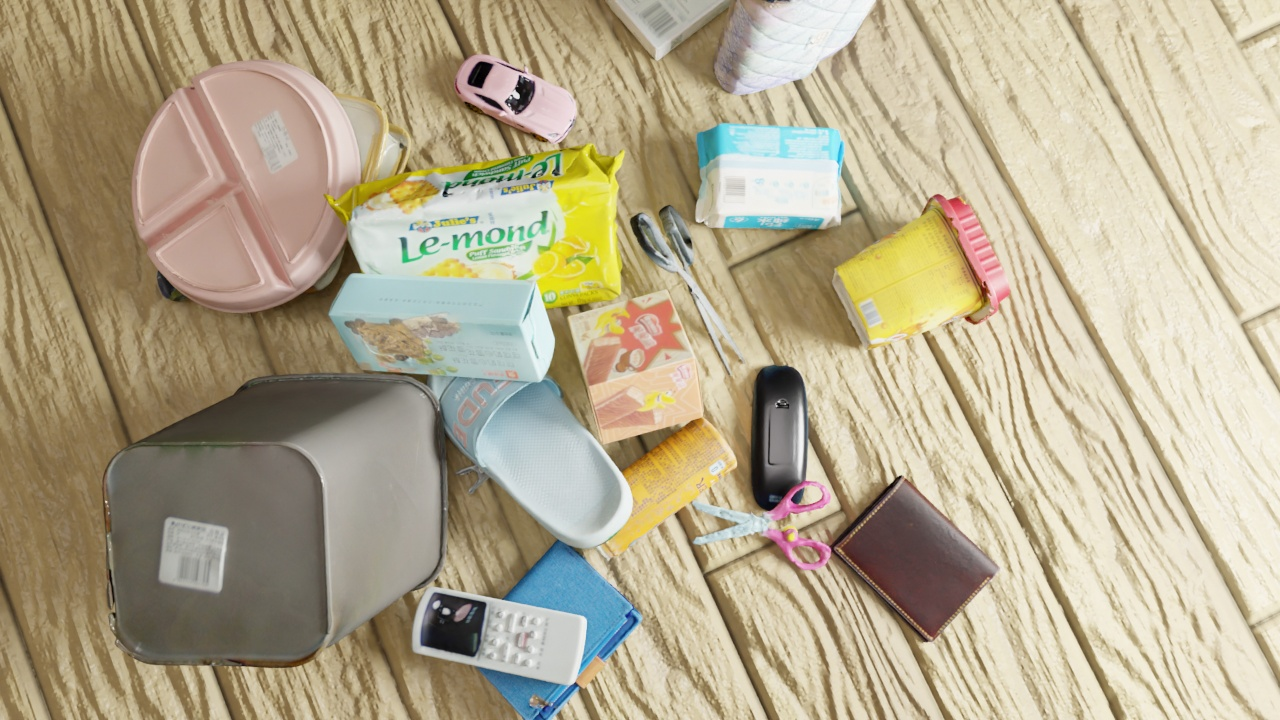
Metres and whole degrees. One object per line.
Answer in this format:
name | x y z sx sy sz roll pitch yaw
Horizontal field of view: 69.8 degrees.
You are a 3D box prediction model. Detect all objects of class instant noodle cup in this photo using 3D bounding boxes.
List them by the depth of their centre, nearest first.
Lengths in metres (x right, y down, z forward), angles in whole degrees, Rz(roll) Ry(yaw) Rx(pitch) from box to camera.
instant noodle cup | 0.246 -0.071 0.827 0.124 0.116 0.116 -25 81 7

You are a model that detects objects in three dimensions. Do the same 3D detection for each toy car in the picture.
toy car | -0.405 -0.085 0.852 0.090 0.035 0.042 -23 79 4
toy car | -0.120 -0.254 0.884 0.122 0.037 0.056 25 83 2

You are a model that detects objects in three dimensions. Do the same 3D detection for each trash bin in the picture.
trash bin | -0.275 0.119 0.708 0.199 0.219 0.199 0 96 4

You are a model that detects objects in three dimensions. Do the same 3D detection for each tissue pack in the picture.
tissue pack | 0.122 -0.170 0.859 0.140 0.063 0.090 2 82 1

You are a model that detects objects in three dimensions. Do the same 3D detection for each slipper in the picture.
slipper | -0.103 0.058 0.790 0.104 0.074 0.245 -39 66 -12

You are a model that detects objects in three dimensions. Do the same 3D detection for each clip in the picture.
clip | -0.139 0.097 0.834 0.057 0.024 0.029 -34 82 0

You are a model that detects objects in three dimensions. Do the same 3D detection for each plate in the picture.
plate | -0.355 -0.157 0.810 0.230 0.028 0.229 -1 86 14

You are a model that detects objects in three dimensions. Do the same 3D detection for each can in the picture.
can | 0.013 0.113 0.815 0.146 0.058 0.058 -36 83 -6

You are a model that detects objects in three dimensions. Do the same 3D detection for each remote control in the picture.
remote control | -0.122 0.234 0.783 0.150 0.021 0.058 7 74 12
remote control | 0.128 0.070 0.840 0.053 0.024 0.136 2 81 0

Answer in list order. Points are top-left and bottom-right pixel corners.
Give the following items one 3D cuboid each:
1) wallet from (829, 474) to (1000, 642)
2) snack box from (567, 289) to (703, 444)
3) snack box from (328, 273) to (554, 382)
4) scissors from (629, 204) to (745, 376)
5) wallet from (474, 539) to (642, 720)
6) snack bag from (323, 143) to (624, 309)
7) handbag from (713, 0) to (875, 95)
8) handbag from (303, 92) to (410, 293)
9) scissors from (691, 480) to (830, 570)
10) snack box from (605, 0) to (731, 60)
wallet | 0.248 0.179 0.828 0.122 0.020 0.096 44 88 5
snack box | -0.005 0.005 0.803 0.094 0.077 0.092 -15 45 -4
snack box | -0.164 -0.028 0.769 0.175 0.074 0.051 4 51 13
scissors | 0.046 -0.072 0.841 0.014 0.159 0.173 -30 47 29
wallet | -0.077 0.238 0.804 0.106 0.040 0.133 42 84 14
snack bag | -0.131 -0.108 0.805 0.246 0.158 0.068 -9 56 -3
handbag | 0.140 -0.313 0.816 0.134 0.194 0.075 -21 84 -4
handbag | -0.305 -0.153 0.839 0.163 0.063 0.178 14 87 17
scissors | 0.111 0.139 0.825 0.136 0.017 0.105 18 101 2
snack box | 0.050 -0.377 0.910 0.156 0.027 0.084 -38 83 -6
